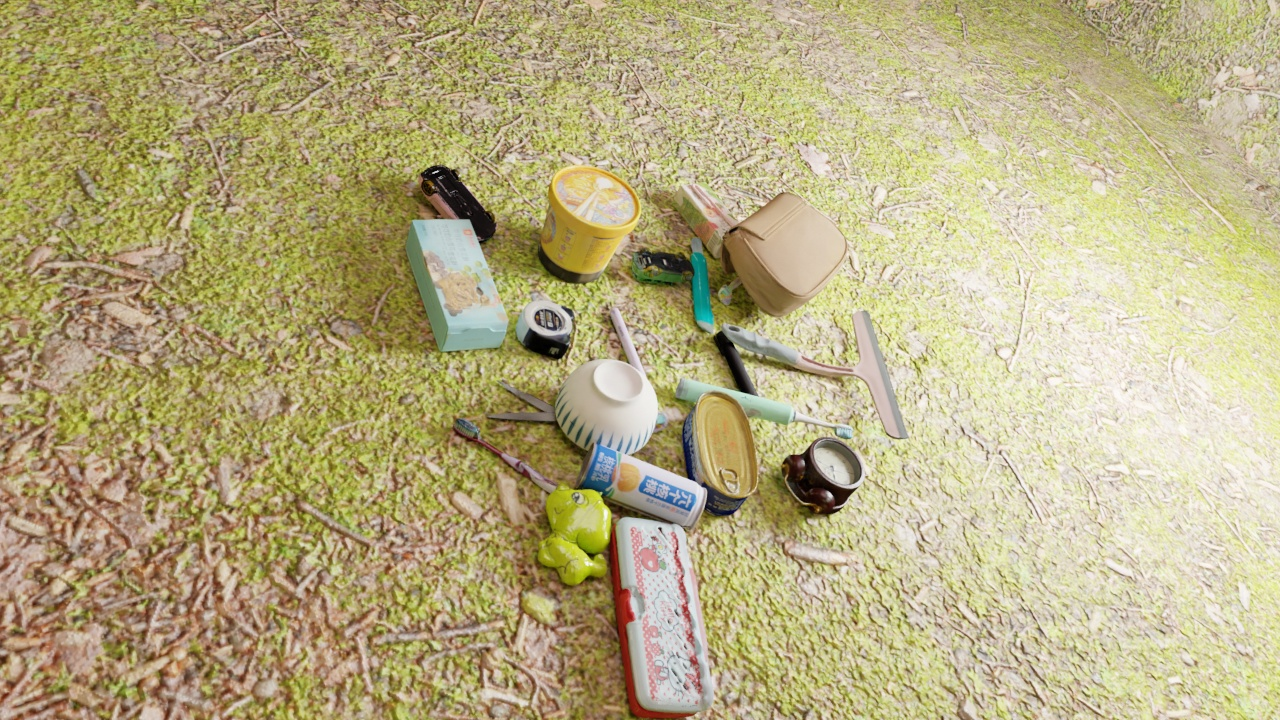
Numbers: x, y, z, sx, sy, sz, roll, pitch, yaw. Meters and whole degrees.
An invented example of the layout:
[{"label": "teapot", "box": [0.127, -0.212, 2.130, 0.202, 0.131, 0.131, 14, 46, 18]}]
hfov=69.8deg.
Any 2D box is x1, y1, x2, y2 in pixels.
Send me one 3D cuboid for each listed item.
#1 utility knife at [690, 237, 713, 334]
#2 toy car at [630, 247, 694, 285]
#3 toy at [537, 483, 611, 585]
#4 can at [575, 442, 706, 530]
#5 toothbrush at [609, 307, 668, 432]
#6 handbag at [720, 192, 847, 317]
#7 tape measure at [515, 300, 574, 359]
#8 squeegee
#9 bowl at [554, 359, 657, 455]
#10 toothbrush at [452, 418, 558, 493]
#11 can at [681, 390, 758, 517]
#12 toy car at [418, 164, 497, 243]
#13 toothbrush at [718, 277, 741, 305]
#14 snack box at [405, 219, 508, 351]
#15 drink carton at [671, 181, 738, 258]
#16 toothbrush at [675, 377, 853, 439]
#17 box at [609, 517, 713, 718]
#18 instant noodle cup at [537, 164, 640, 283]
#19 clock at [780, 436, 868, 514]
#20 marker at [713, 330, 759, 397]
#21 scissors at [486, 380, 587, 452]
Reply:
[{"label": "utility knife", "box": [0.084, -0.108, 1.275, 0.029, 0.013, 0.186, 14, 48, -18]}, {"label": "toy car", "box": [0.030, -0.125, 1.248, 0.091, 0.036, 0.043, 2, 50, -23]}, {"label": "toy", "box": [-0.064, 0.176, 0.936, 0.097, 0.031, 0.099, 39, 56, 8]}, {"label": "can", "box": [0.001, 0.137, 0.989, 0.134, 0.053, 0.053, 22, 45, -7]}, {"label": "toothbrush", "box": [-0.007, 0.007, 1.127, 0.021, 0.029, 0.189, 41, 22, -53]}, {"label": "handbag", "box": [0.200, -0.148, 1.294, 0.148, 0.100, 0.203, 49, 44, 2]}, {"label": "tape measure", "box": [-0.115, -0.040, 1.104, 0.066, 0.034, 0.065, 20, 44, -13]}, {"label": "squeegee", "box": [0.216, -0.006, 1.229, 0.249, 0.040, 0.247, 15, 42, -16]}, {"label": "bowl", "box": [-0.032, 0.043, 1.028, 0.116, 0.066, 0.116, 12, 47, -13]}, {"label": "toothbrush", "box": [-0.119, 0.115, 0.976, 0.187, 0.017, 0.016, 32, 44, 3]}, {"label": "can", "box": [0.090, 0.107, 1.063, 0.074, 0.049, 0.148, 9, 48, -19]}, {"label": "toy car", "box": [-0.238, -0.200, 1.186, 0.122, 0.037, 0.056, 50, 50, 3]}, {"label": "toothbrush", "box": [0.165, -0.131, 1.332, 0.020, 0.029, 0.189, 4, 30, 35]}, {"label": "snack box", "box": [-0.219, -0.092, 1.085, 0.074, 0.052, 0.174, -6, 55, -29]}, {"label": "drink carton", "box": [0.102, -0.210, 1.352, 0.053, 0.046, 0.122, -15, 59, -34]}, {"label": "toothbrush", "box": [0.153, 0.060, 1.126, 0.224, 0.027, 0.027, 14, 49, -1]}, {"label": "box", "box": [0.020, 0.248, 0.907, 0.086, 0.047, 0.200, 8, 48, -20]}, {"label": "instant noodle cup", "box": [-0.073, -0.170, 1.182, 0.118, 0.115, 0.118, 13, 47, -15]}, {"label": "clock", "box": [0.214, 0.139, 1.089, 0.121, 0.055, 0.082, -18, 61, -40]}, {"label": "marker", "box": [0.126, 0.015, 1.183, 0.022, 0.020, 0.132, -11, 55, -16]}, {"label": "scissors", "box": [-0.081, 0.067, 1.043, 0.177, 0.014, 0.159, -21, 60, -35]}]
